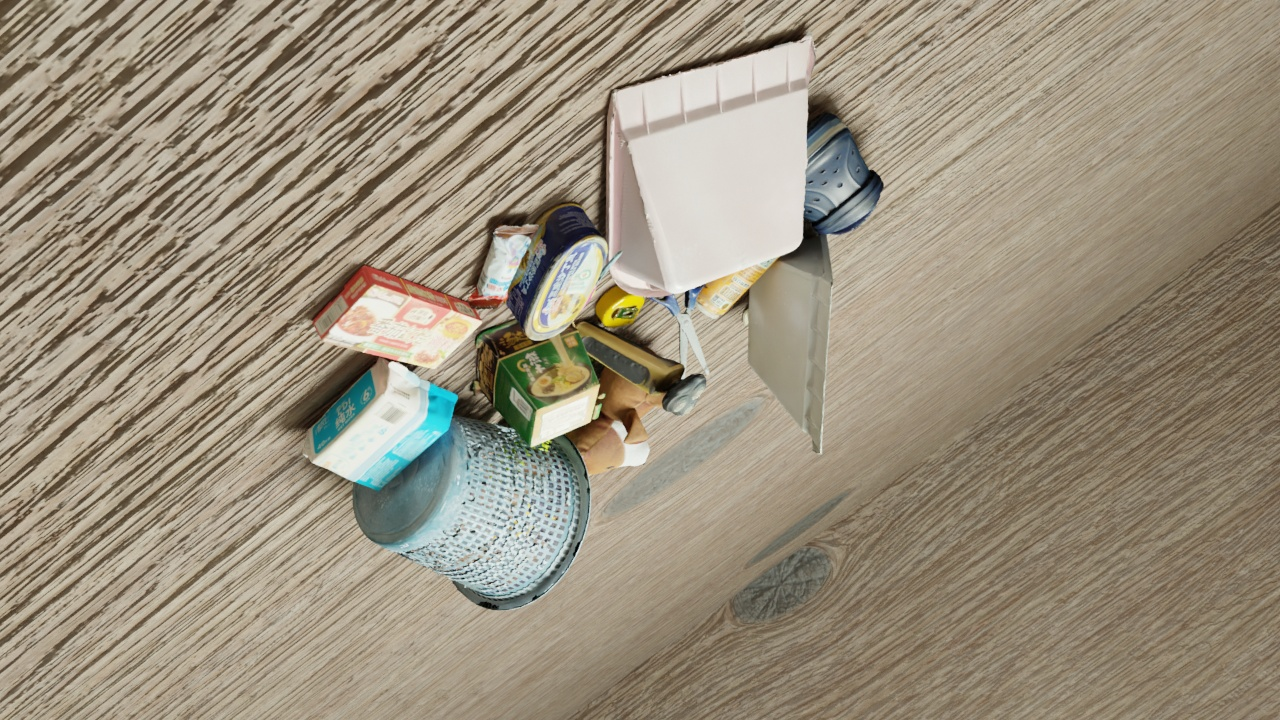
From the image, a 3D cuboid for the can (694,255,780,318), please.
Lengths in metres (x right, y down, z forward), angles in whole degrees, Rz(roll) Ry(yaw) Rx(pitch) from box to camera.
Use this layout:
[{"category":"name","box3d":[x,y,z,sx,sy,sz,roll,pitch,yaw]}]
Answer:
[{"category":"can","box3d":[0.121,-0.119,1.095,0.146,0.058,0.058,-46,153,23]}]

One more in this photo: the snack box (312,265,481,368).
[{"category":"snack box","box3d":[-0.223,-0.036,0.856,0.075,0.025,0.152,-42,154,15]}]

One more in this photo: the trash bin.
[{"category":"trash bin","box3d":[-0.200,0.150,1.028,0.227,0.226,0.195,-41,142,12]}]

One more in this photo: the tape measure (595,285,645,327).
[{"category":"tape measure","box3d":[-0.022,-0.061,1.057,0.057,0.029,0.060,-14,147,-37]}]

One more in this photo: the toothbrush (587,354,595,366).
[{"category":"toothbrush","box3d":[-0.082,0.050,1.199,0.012,0.017,0.186,-18,148,-28]}]

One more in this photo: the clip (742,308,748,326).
[{"category":"clip","box3d":[0.176,-0.062,1.256,0.035,0.094,0.102,-26,165,-19]}]

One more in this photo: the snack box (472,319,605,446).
[{"category":"snack box","box3d":[-0.110,0.024,1.008,0.117,0.105,0.118,-22,151,-25]}]

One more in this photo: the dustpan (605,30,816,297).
[{"category":"dustpan","box3d":[0.053,-0.178,0.931,0.222,0.139,0.274,-19,118,-22]}]

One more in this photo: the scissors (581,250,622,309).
[{"category":"scissors","box3d":[-0.044,-0.083,0.942,0.134,0.017,0.054,-40,-156,60]}]

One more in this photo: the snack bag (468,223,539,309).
[{"category":"snack bag","box3d":[-0.132,-0.090,0.872,0.045,0.026,0.106,-2,138,-34]}]

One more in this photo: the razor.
[{"category":"razor","box3d":[-0.006,0.006,1.058,0.062,0.167,0.067,-61,178,35]}]

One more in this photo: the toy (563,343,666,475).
[{"category":"toy","box3d":[-0.030,0.076,1.164,0.200,0.130,0.140,-46,-171,11]}]

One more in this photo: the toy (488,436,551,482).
[{"category":"toy","box3d":[-0.148,0.113,1.161,0.100,0.096,0.031,-21,130,33]}]

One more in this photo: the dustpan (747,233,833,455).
[{"category":"dustpan","box3d":[0.226,-0.049,1.151,0.142,0.257,0.223,-11,118,-18]}]

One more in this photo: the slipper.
[{"category":"slipper","box3d":[0.226,-0.191,1.059,0.105,0.095,0.252,-43,157,12]}]

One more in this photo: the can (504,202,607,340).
[{"category":"can","box3d":[-0.085,-0.085,0.912,0.074,0.049,0.149,-13,147,-38]}]

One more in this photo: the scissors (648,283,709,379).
[{"category":"scissors","box3d":[0.045,-0.055,1.068,0.155,0.012,0.166,18,94,-35]}]

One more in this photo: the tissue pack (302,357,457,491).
[{"category":"tissue pack","box3d":[-0.262,0.065,0.923,0.140,0.063,0.090,-42,134,13]}]

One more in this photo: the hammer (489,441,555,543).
[{"category":"hammer","box3d":[-0.157,0.176,1.306,0.128,0.033,0.302,-20,151,-32]}]
